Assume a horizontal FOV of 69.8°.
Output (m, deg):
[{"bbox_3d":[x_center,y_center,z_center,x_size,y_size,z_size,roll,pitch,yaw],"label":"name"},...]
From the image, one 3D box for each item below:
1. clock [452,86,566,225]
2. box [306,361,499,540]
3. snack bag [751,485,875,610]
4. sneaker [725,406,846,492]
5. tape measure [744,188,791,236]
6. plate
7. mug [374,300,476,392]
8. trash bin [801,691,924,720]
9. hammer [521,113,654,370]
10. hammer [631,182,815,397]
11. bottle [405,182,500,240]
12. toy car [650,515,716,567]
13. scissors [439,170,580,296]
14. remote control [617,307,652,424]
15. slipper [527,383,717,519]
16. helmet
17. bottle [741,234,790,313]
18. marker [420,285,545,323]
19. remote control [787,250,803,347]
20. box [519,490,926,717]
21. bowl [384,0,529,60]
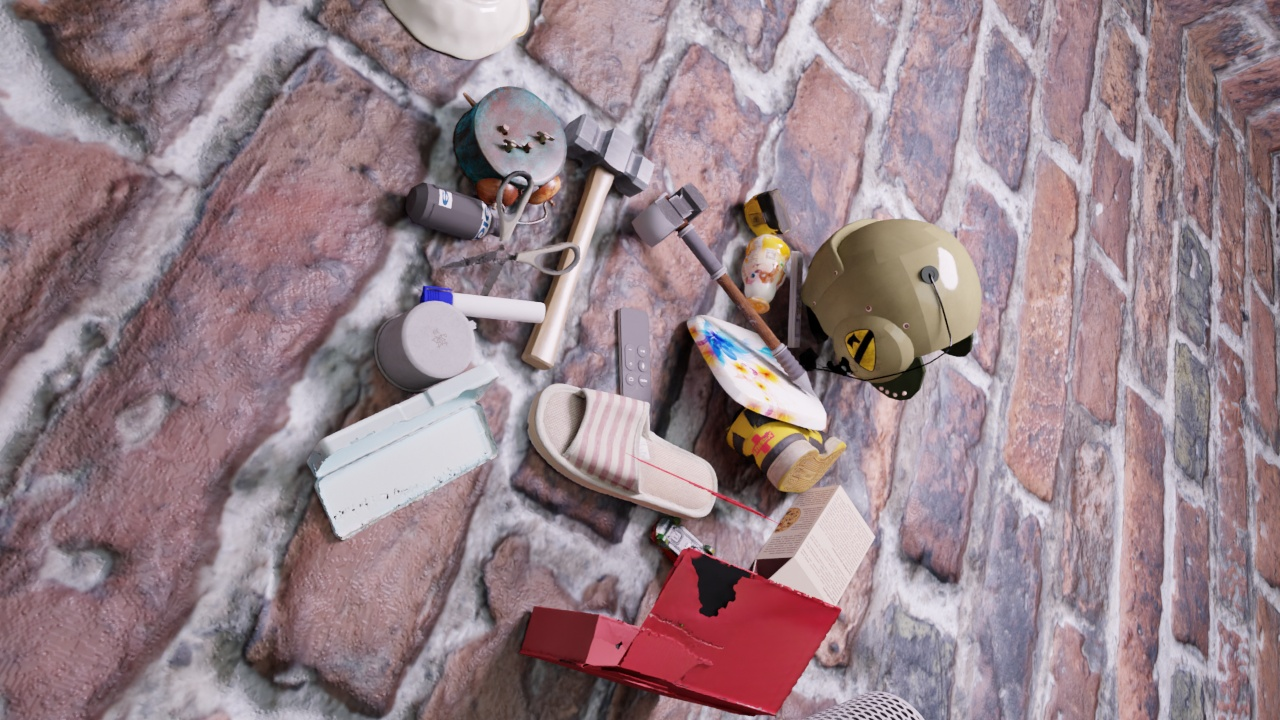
[{"bbox_3d":[-0.143,-0.233,1.050,0.121,0.073,0.157,-12,87,-40],"label":"clock"},{"bbox_3d":[-0.222,0.084,0.904,0.196,0.078,0.122,-28,116,-38],"label":"box"},{"bbox_3d":[0.216,0.271,1.206,0.094,0.070,0.205,54,52,-14],"label":"snack bag"},{"bbox_3d":[0.190,0.106,1.223,0.122,0.086,0.238,43,13,22],"label":"sneaker"},{"bbox_3d":[0.178,-0.206,1.306,0.037,0.064,0.065,-28,105,-33],"label":"tape measure"},{"bbox_3d":[0.155,0.010,1.189,0.186,0.016,0.186,18,31,-34],"label":"plate"},{"bbox_3d":[-0.209,-0.020,0.943,0.113,0.071,0.084,-31,98,-38],"label":"mug"},{"bbox_3d":[0.260,0.503,1.128,0.183,0.157,0.156,-4,81,-42],"label":"trash bin"},{"bbox_3d":[-0.076,-0.139,1.099,0.117,0.051,0.322,30,64,-29],"label":"hammer"},{"bbox_3d":[0.124,-0.082,1.179,0.322,0.043,0.155,52,32,-2],"label":"hammer"},{"bbox_3d":[-0.200,-0.159,1.002,0.112,0.047,0.047,15,69,-36],"label":"bottle"},{"bbox_3d":[0.051,0.226,1.106,0.091,0.036,0.042,44,47,-7],"label":"toy car"},{"bbox_3d":[-0.141,-0.129,1.011,0.170,0.013,0.157,-5,104,-30],"label":"scissors"},{"bbox_3d":[-0.007,0.007,1.137,0.045,0.008,0.146,8,73,-37],"label":"remote control"},{"bbox_3d":[-0.009,0.105,1.070,0.263,0.052,0.114,29,58,-24],"label":"slipper"},{"bbox_3d":[0.334,-0.080,1.258,0.249,0.256,0.233,-27,99,-42],"label":"helmet"},{"bbox_3d":[0.171,-0.120,1.278,0.063,0.063,0.109,31,61,-29],"label":"bottle"},{"bbox_3d":[-0.170,-0.060,0.995,0.133,0.023,0.027,5,97,-25],"label":"marker"},{"bbox_3d":[0.222,-0.086,1.306,0.050,0.011,0.136,-6,98,-71],"label":"remote control"},{"bbox_3d":[0.068,0.275,0.893,0.211,0.379,0.123,27,46,-30],"label":"box"},{"bbox_3d":[-0.209,-0.450,1.063,0.219,0.060,0.188,10,73,-37],"label":"bowl"}]
